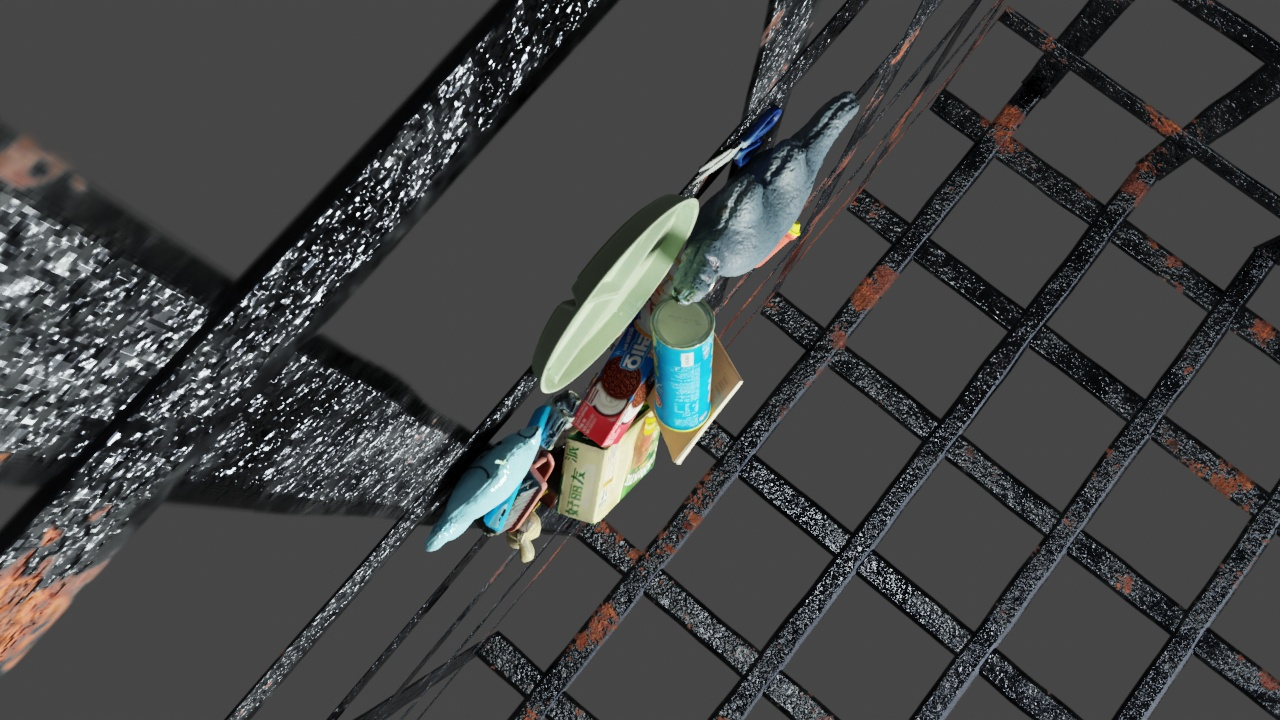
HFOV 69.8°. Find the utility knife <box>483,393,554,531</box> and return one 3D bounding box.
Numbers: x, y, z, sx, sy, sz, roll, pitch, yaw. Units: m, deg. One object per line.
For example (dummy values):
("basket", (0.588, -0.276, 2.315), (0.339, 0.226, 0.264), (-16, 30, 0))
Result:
("utility knife", (-0.128, 0.107, 0.987), (0.034, 0.018, 0.160), (-12, -129, 60))

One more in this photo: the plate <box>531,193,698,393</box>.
("plate", (-0.026, -0.065, 0.864), (0.230, 0.027, 0.230), (-49, 173, -9))

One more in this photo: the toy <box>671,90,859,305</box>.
("toy", (0.124, -0.165, 1.010), (0.355, 0.091, 0.138), (-49, 179, -29))

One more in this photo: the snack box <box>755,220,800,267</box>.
("snack box", (0.145, -0.169, 1.161), (0.080, 0.091, 0.082), (-46, 174, 18))

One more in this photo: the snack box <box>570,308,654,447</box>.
("snack box", (-0.007, 0.007, 1.134), (0.208, 0.058, 0.057), (-58, 161, 11))

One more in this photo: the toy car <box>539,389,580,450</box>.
("toy car", (-0.095, 0.065, 1.039), (0.049, 0.031, 0.105), (-55, -173, 14))

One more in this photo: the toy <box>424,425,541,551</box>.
("toy", (-0.159, 0.128, 0.921), (0.161, 0.050, 0.156), (-48, -177, -18))

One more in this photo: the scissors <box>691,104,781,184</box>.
("scissors", (0.092, -0.207, 0.942), (0.173, 0.012, 0.126), (-47, 172, -19))

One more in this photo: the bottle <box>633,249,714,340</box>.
("bottle", (0.036, -0.073, 1.056), (0.109, 0.063, 0.063), (-53, 173, 25))

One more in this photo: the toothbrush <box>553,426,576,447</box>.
("toothbrush", (-0.059, 0.045, 1.263), (0.187, 0.016, 0.017), (-51, -177, -5))

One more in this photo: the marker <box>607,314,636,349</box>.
("marker", (-0.013, -0.053, 1.057), (0.018, 0.015, 0.124), (-42, 171, -46))

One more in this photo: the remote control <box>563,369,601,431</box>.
("remote control", (-0.057, 0.036, 1.196), (0.135, 0.020, 0.056), (-47, 170, -20))

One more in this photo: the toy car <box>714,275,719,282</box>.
("toy car", (0.079, -0.112, 1.248), (0.090, 0.035, 0.042), (-38, 163, -50))

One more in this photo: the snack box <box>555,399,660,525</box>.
("snack box", (-0.037, 0.129, 1.286), (0.239, 0.063, 0.114), (-36, 138, -66))

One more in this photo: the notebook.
("notebook", (0.054, 0.014, 1.233), (0.012, 0.211, 0.150), (16, 122, -34))

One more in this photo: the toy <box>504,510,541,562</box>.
("toy", (-0.182, 0.248, 1.375), (0.157, 0.066, 0.105), (121, -23, -69))

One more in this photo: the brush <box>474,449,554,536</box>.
("brush", (-0.147, 0.155, 1.074), (0.069, 0.063, 0.146), (-28, 161, -38))

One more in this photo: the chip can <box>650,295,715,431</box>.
("chip can", (0.049, 0.007, 1.067), (0.071, 0.071, 0.210), (-48, 159, -21))

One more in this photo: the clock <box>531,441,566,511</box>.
("clock", (-0.116, 0.155, 1.291), (0.121, 0.055, 0.082), (-48, 172, -33))
